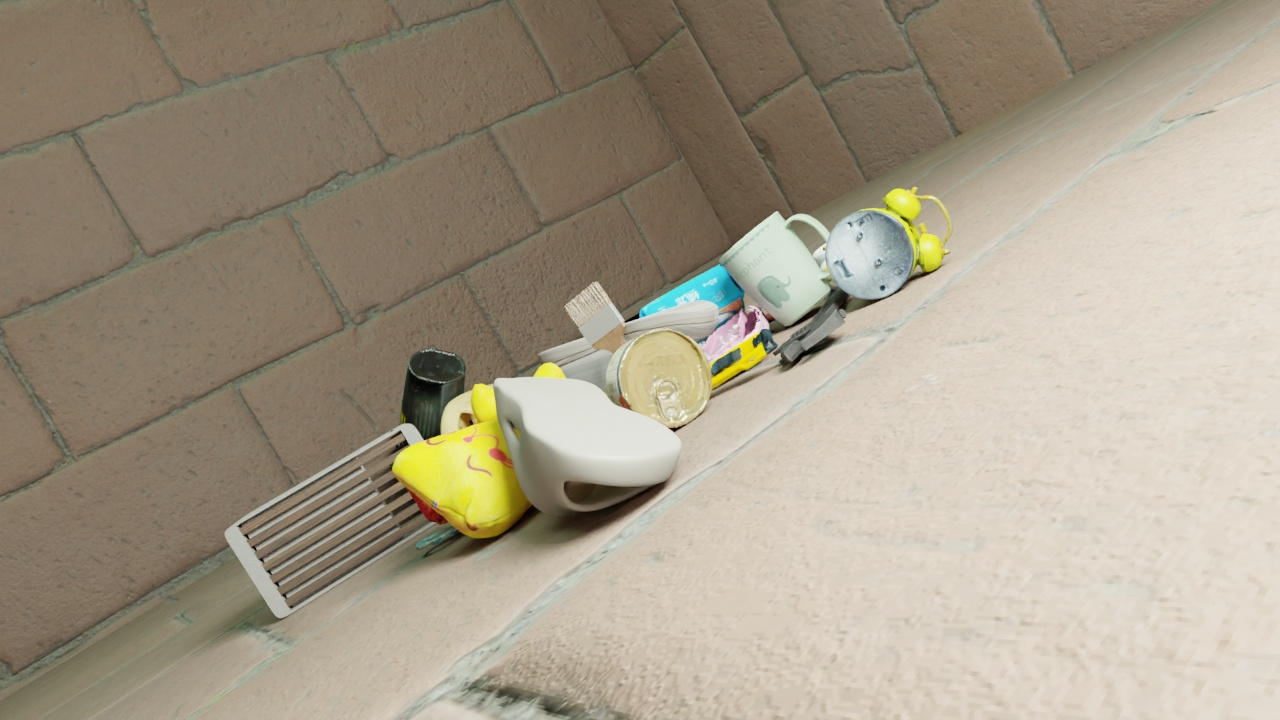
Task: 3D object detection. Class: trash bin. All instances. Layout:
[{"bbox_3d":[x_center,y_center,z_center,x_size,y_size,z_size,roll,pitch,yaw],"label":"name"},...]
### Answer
[{"bbox_3d":[-0.341,0.178,1.069,0.228,0.114,0.115,-31,5,-16],"label":"trash bin"}]

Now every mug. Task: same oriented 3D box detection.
[{"bbox_3d":[0.158,-0.102,0.978,0.112,0.104,0.083,-42,-3,36],"label":"mug"}]

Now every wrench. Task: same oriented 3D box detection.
[{"bbox_3d":[0.176,-0.044,0.870,0.073,0.018,0.272,-37,0,25],"label":"wrench"}]

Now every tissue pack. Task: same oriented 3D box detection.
[{"bbox_3d":[0.062,-0.048,1.084,0.144,0.061,0.093,-28,-21,-4],"label":"tissue pack"}]

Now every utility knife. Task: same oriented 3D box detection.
[{"bbox_3d":[0.059,0.019,0.837,0.159,0.017,0.030,-37,36,31],"label":"utility knife"}]

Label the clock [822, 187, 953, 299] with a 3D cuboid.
[{"bbox_3d":[0.228,-0.107,0.846,0.119,0.083,0.056,-29,-2,33],"label":"clock"}]

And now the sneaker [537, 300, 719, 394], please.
[{"bbox_3d":[-0.006,0.005,0.957,0.237,0.089,0.099,-17,3,41],"label":"sneaker"}]

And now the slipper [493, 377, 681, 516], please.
[{"bbox_3d":[-0.054,0.072,0.704,0.112,0.081,0.266,4,9,-24],"label":"slipper"}]

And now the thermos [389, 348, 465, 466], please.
[{"bbox_3d":[-0.275,0.090,1.203,0.097,0.098,0.221,-36,-31,-47],"label":"thermos"}]

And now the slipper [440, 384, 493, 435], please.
[{"bbox_3d":[-0.177,0.080,1.148,0.079,0.111,0.261,-21,8,8],"label":"slipper"}]

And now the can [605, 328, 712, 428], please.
[{"bbox_3d":[0.015,0.018,0.801,0.086,0.086,0.043,-32,4,-22],"label":"can"}]

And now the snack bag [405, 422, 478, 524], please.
[{"bbox_3d":[-0.152,0.101,0.919,0.176,0.082,0.082,-25,2,-32],"label":"snack bag"}]

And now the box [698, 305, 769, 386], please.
[{"bbox_3d":[0.069,0.001,0.966,0.153,0.037,0.201,-38,3,13],"label":"box"}]

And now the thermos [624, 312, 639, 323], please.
[{"bbox_3d":[-0.057,0.020,1.181,0.198,0.086,0.086,-30,5,3],"label":"thermos"}]

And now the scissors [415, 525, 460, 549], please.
[{"bbox_3d":[-0.147,0.147,0.885,0.140,0.013,0.117,-27,2,27],"label":"scissors"}]

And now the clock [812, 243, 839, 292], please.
[{"bbox_3d":[0.240,-0.114,1.027,0.089,0.052,0.125,-28,8,12],"label":"clock"}]

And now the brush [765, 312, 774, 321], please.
[{"bbox_3d":[0.126,-0.050,1.151,0.173,0.030,0.040,-24,8,45],"label":"brush"}]

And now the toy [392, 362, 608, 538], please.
[{"bbox_3d":[-0.118,0.084,0.835,0.134,0.088,0.193,25,41,30],"label":"toy"}]

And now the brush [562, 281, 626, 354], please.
[{"bbox_3d":[-0.014,-0.004,0.846,0.045,0.143,0.008,-37,0,31],"label":"brush"}]
